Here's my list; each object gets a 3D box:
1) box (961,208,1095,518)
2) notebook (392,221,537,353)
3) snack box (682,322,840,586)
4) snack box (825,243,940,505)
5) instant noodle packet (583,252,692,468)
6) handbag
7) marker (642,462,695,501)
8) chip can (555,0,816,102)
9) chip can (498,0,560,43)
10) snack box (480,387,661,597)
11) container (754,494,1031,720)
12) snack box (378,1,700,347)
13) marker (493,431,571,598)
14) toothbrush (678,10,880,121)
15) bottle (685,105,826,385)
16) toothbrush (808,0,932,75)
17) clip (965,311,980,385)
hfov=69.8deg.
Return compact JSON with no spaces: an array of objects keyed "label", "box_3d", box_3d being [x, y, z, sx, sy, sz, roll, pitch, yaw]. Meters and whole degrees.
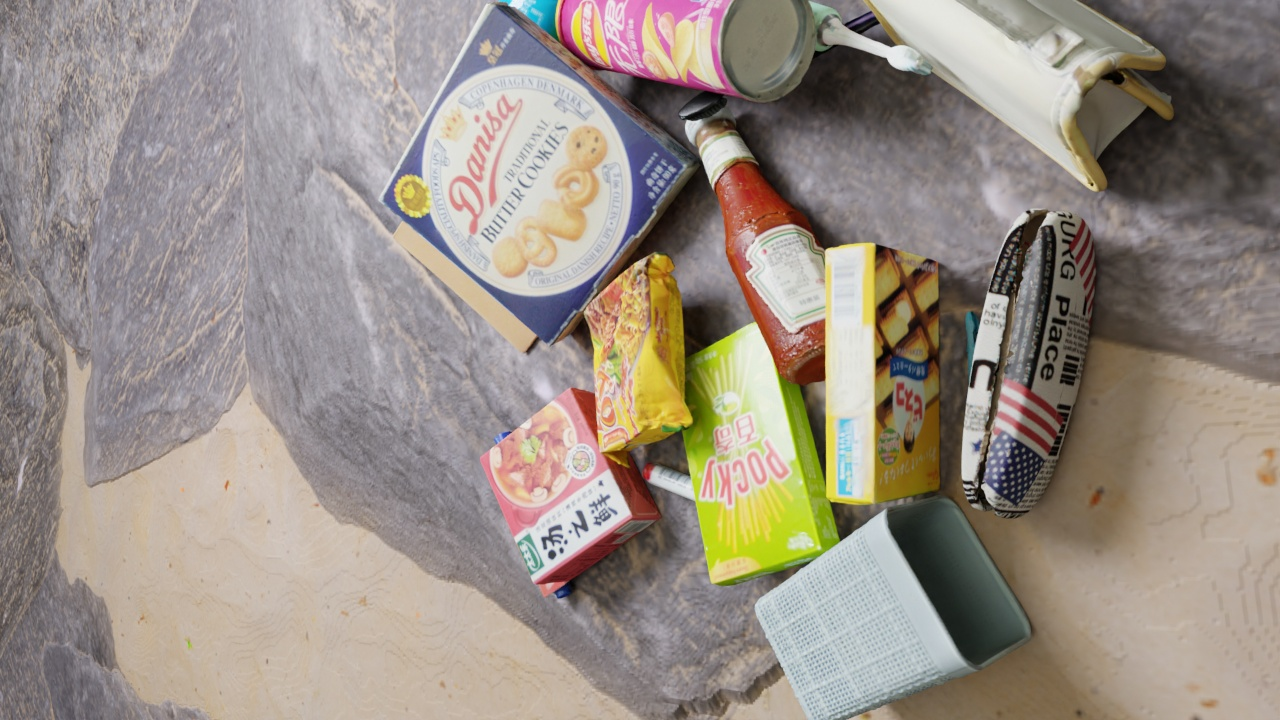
[{"label":"box","box_3d":[0.200,0.001,0.486,0.060,0.071,0.164,15,96,64]},{"label":"notebook","box_3d":[-0.090,-0.125,0.724,0.149,0.012,0.212,42,118,1]},{"label":"snack box","box_3d":[0.071,0.060,0.598,0.086,0.026,0.156,-28,61,36]},{"label":"snack box","box_3d":[0.138,0.008,0.520,0.034,0.086,0.140,1,89,40]},{"label":"instant noodle packet","box_3d":[-0.004,0.004,0.644,0.111,0.044,0.128,143,125,-61]},{"label":"handbag","box_3d":[0.168,-0.168,0.444,0.063,0.178,0.163,-52,57,20]},{"label":"marker","box_3d":[0.059,0.097,0.630,0.145,0.017,0.017,16,99,39]},{"label":"chip can","box_3d":[0.020,-0.216,0.601,0.210,0.071,0.071,35,111,52]},{"label":"chip can","box_3d":[-0.100,-0.236,0.739,0.071,0.071,0.211,48,118,30]},{"label":"snack box","box_3d":[-0.064,0.103,0.703,0.127,0.044,0.113,-39,65,22]},{"label":"container","box_3d":[0.136,0.145,0.518,0.112,0.089,0.090,-42,63,34]},{"label":"snack box","box_3d":[-0.080,-0.134,0.684,0.182,0.045,0.178,40,118,1]},{"label":"marker","box_3d":[-0.089,0.125,0.753,0.017,0.016,0.145,-39,65,32]},{"label":"toothbrush","box_3d":[0.109,-0.194,0.578,0.189,0.016,0.014,-22,63,22]},{"label":"bottle","box_3d":[0.079,-0.082,0.594,0.060,0.059,0.206,-39,59,32]},{"label":"toothbrush","box_3d":[0.096,-0.212,0.569,0.224,0.027,0.026,45,118,47]},{"label":"clip","box_3d":[0.197,-0.001,0.520,0.049,0.015,0.057,6,93,38]}]
